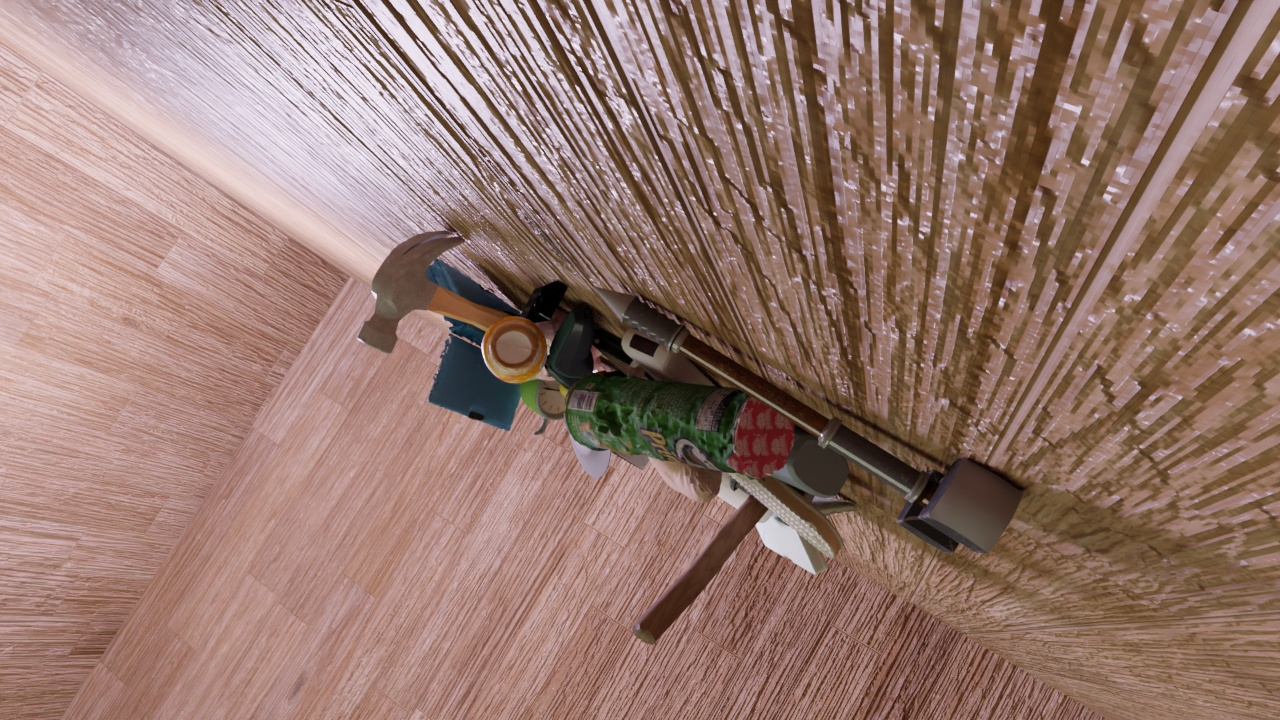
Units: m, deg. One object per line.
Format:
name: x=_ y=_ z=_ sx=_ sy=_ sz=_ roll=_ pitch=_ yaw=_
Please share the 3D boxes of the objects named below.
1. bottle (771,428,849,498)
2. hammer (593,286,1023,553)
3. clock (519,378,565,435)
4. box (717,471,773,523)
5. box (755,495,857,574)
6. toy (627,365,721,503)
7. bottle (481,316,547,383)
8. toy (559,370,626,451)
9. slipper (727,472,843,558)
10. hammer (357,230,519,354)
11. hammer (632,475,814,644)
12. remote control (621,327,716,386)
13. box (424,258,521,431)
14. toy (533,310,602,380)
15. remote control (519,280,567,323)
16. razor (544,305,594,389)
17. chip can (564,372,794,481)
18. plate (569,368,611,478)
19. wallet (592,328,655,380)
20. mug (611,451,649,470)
bottle: x=0.122 y=0.082 z=0.874 sx=0.072 sy=0.046 sz=0.161 roll=35 pitch=172 yaw=-28
hammer: x=0.101 y=0.031 z=0.650 sx=0.322 sy=0.043 sz=0.156 roll=32 pitch=174 yaw=12
clock: x=-0.111 y=0.027 z=1.174 sx=0.094 sy=0.119 sz=0.042 roll=-14 pitch=-151 yaw=-38
box: x=0.115 y=0.149 z=1.199 sx=0.160 sy=0.084 sz=0.118 roll=31 pitch=171 yaw=20
box: x=0.215 y=0.203 z=1.200 sx=0.086 sy=0.096 sz=0.199 roll=63 pitch=169 yaw=-5
toy: x=0.031 y=0.080 z=1.005 sx=0.196 sy=0.065 sz=0.264 roll=61 pitch=178 yaw=-7
bottle: x=-0.124 y=-0.008 z=0.917 sx=0.063 sy=0.063 sz=0.108 roll=31 pitch=173 yaw=-1
toy: x=-0.031 y=0.055 z=1.109 sx=0.099 sy=0.119 sz=0.097 roll=-94 pitch=-21 yaw=-62
slipper: x=0.128 y=0.113 z=0.995 sx=0.263 sy=0.052 sz=0.115 roll=42 pitch=171 yaw=40
hammer: x=-0.159 y=-0.042 z=1.001 sx=0.039 sy=0.131 sz=0.328 roll=27 pitch=-178 yaw=32
hammer: x=0.092 y=0.198 z=0.997 sx=0.098 sy=0.052 sz=0.327 roll=28 pitch=-142 yaw=20
remote control: x=0.036 y=0.015 z=0.853 sx=0.060 sy=0.025 sz=0.138 roll=26 pitch=169 yaw=40
box: x=-0.185 y=-0.013 z=1.111 sx=0.066 sy=0.173 sz=0.231 roll=-8 pitch=167 yaw=14
toy: x=-0.086 y=-0.012 z=1.007 sx=0.093 sy=0.050 sz=0.103 roll=16 pitch=133 yaw=-7
remote control: x=-0.096 y=-0.055 z=0.885 sx=0.013 sy=0.034 sz=0.150 roll=29 pitch=174 yaw=-13
razor: x=-0.064 y=-0.015 z=0.908 sx=0.052 sy=0.047 sz=0.143 roll=-3 pitch=158 yaw=-15
chip can: x=0.024 y=0.053 z=0.792 sx=0.224 sy=0.075 sz=0.075 roll=4 pitch=154 yaw=49
plate: x=-0.079 y=0.072 z=1.247 sx=0.012 sy=0.178 sz=0.178 roll=-8 pitch=-169 yaw=-23
wallet: x=-0.006 y=0.006 z=0.989 sx=0.072 sy=0.019 sz=0.123 roll=29 pitch=173 yaw=26
mug: x=-0.012 y=0.083 z=1.242 sx=0.079 sy=0.097 sz=0.112 roll=27 pitch=172 yaw=32
